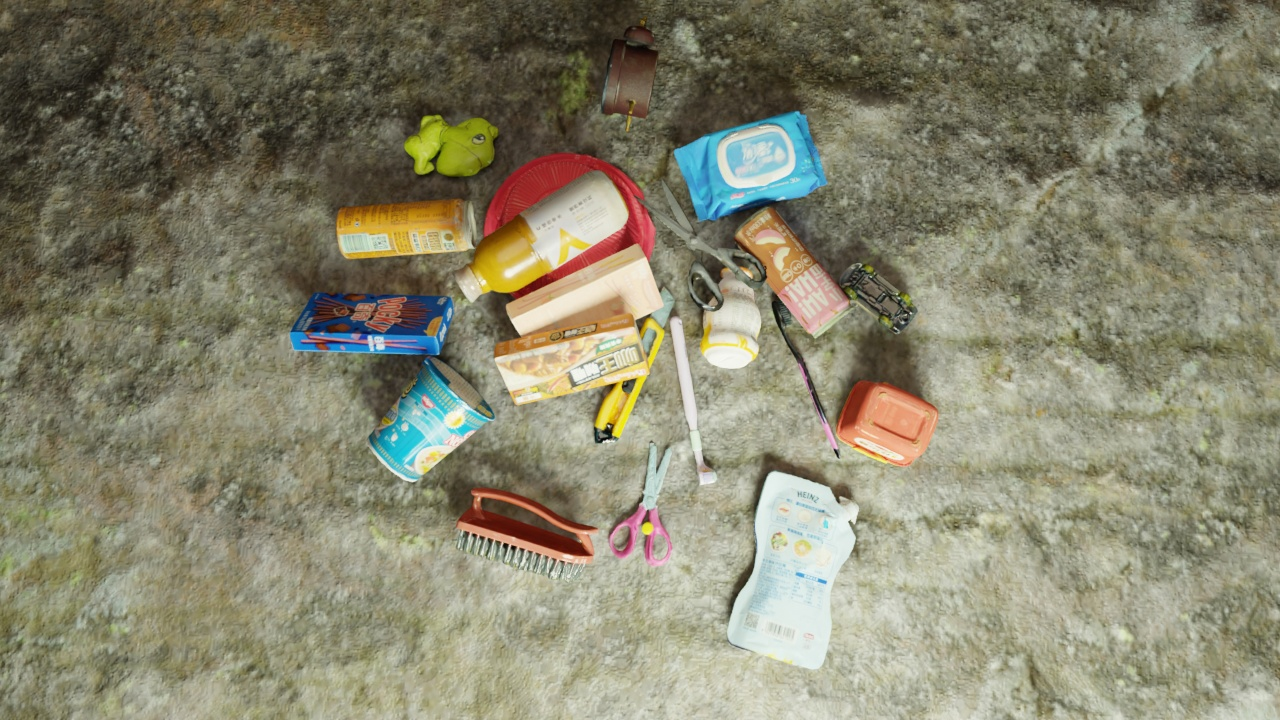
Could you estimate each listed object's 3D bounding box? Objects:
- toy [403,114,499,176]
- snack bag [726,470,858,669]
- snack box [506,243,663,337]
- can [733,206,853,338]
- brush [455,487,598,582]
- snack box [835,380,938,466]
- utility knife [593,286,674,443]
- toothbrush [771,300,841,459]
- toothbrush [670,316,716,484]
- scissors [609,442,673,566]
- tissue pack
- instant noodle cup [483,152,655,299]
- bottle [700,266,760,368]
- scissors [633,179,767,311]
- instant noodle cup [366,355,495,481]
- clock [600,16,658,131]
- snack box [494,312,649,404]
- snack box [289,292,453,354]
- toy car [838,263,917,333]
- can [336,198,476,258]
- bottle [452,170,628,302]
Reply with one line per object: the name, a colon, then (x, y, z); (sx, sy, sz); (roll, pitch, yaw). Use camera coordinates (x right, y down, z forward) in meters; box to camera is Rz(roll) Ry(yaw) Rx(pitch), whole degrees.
toy: (-0.214, -0.243, 1.048); (0.100, 0.031, 0.096); (35, 84, 10)
snack bag: (0.164, 0.222, 0.977); (0.110, 0.039, 0.191); (15, 81, 8)
snack box: (-0.058, -0.059, 0.993); (0.157, 0.084, 0.026); (-25, 51, -2)
can: (0.167, -0.098, 1.010); (0.058, 0.058, 0.147); (-37, 83, -5)
brush: (-0.118, 0.184, 0.972); (0.146, 0.063, 0.069); (18, 96, 2)
snack box: (0.265, 0.063, 0.975); (0.091, 0.080, 0.082); (24, 82, 4)
utility knife: (-0.006, 0.006, 1.019); (0.033, 0.015, 0.192); (23, 82, 2)
toothbrush: (0.187, 0.020, 1.017); (0.017, 0.014, 0.189); (-20, 83, -15)
toothbrush: (0.056, 0.042, 1.012); (0.021, 0.029, 0.189); (-18, 79, 36)
scissors: (0.000, 0.154, 1.001); (0.077, 0.017, 0.137); (1, 78, 9)
tissue pack: (0.124, -0.219, 1.030); (0.157, 0.052, 0.095); (-16, 82, -2)
instant noodle cup: (-0.081, -0.148, 1.017); (0.194, 0.066, 0.193); (0, 81, 0)
bottle: (0.100, -0.048, 1.002); (0.063, 0.063, 0.108); (7, 69, 1)
scissors: (0.061, -0.124, 0.994); (0.159, 0.014, 0.170); (13, 61, -3)
instant noodle cup: (-0.228, 0.067, 0.979); (0.099, 0.099, 0.110); (45, 93, 6)
clock: (-0.010, -0.327, 1.032); (0.055, 0.082, 0.122); (11, 83, -2)
snack box: (-0.073, -0.001, 0.983); (0.154, 0.075, 0.026); (-13, 43, 6)
snack box: (-0.289, -0.041, 0.997); (0.157, 0.084, 0.026); (1, 125, 0)
toy car: (0.260, -0.069, 1.016); (0.090, 0.035, 0.042); (40, 83, 6)
can: (-0.260, -0.147, 1.021); (0.146, 0.058, 0.058); (-4, 82, 0)
bottle: (-0.104, -0.124, 0.946); (0.189, 0.068, 0.068); (-32, 83, -4)
